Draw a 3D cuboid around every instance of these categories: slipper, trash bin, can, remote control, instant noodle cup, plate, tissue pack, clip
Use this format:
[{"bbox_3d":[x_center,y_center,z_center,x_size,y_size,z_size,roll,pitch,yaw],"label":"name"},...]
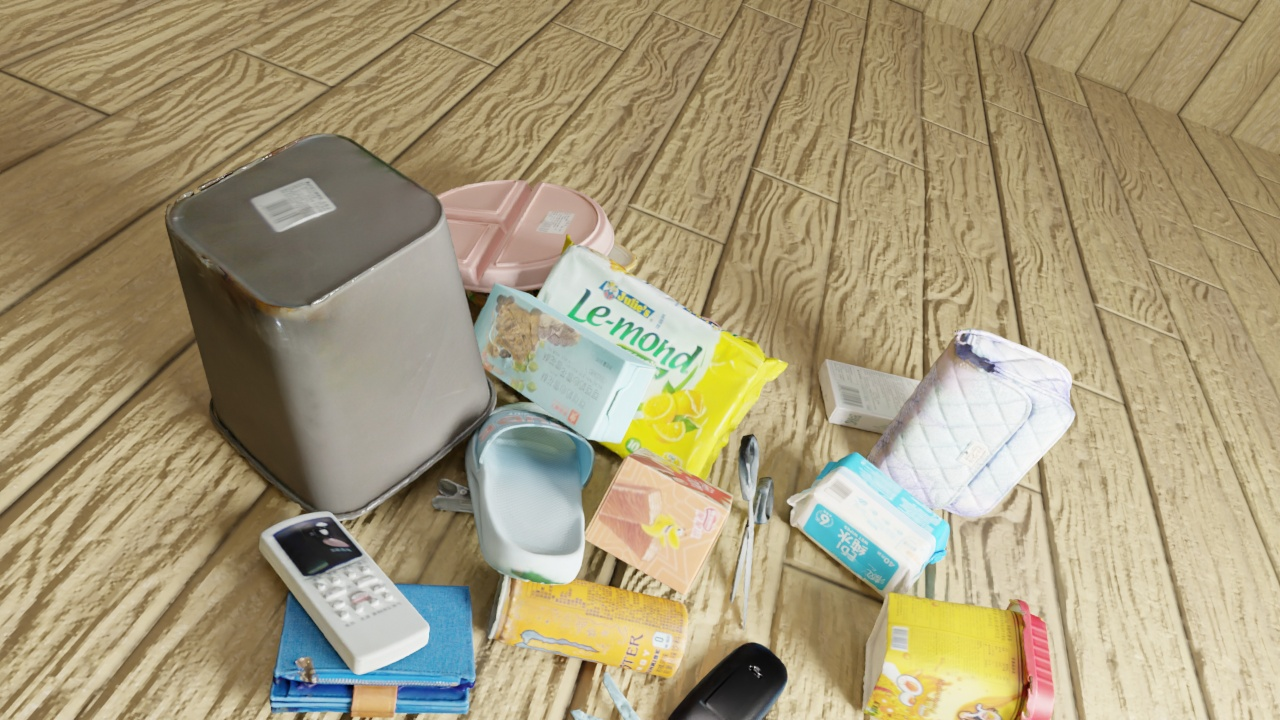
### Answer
[{"bbox_3d":[-0.088,0.090,0.755,0.104,0.074,0.245,16,21,-15],"label":"slipper"},{"bbox_3d":[-0.241,-0.033,0.718,0.199,0.220,0.198,34,55,23],"label":"trash bin"},{"bbox_3d":[-0.039,0.199,0.701,0.146,0.058,0.058,14,39,-8],"label":"can"},{"bbox_3d":[-0.212,0.159,0.651,0.058,0.021,0.150,-15,39,-44],"label":"remote control"},{"bbox_3d":[0.250,0.252,0.740,0.124,0.116,0.115,13,37,8],"label":"instant noodle cup"},{"bbox_3d":[-0.142,-0.142,0.984,0.229,0.028,0.229,1,35,-1],"label":"plate"},{"bbox_3d":[0.215,0.155,0.865,0.140,0.063,0.089,38,43,22],"label":"tissue pack"},{"bbox_3d":[-0.147,0.118,0.776,0.057,0.024,0.029,12,39,-3],"label":"clip"},{"bbox_3d":[0.069,0.261,0.705,0.053,0.024,0.136,39,42,21],"label":"remote control"}]

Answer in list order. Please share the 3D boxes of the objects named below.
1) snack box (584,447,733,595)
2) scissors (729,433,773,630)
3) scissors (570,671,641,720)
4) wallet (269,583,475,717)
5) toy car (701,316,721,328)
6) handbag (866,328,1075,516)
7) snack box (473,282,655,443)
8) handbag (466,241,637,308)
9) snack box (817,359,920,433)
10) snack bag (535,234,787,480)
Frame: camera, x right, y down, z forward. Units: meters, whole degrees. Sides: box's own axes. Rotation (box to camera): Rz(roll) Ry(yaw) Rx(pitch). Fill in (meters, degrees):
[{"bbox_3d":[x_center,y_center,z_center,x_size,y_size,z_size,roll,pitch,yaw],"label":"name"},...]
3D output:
[{"bbox_3d":[0.018,0.129,0.763,0.094,0.077,0.092,28,3,7],"label":"snack box"},{"bbox_3d":[0.099,0.147,0.819,0.014,0.159,0.173,-7,-1,21],"label":"scissors"},{"bbox_3d":[0.015,0.274,0.659,0.105,0.017,0.136,-25,56,-19],"label":"scissors"},{"bbox_3d":[-0.185,0.201,0.649,0.133,0.040,0.106,6,32,-16],"label":"wallet"},{"bbox_3d":[0.083,-0.006,1.015,0.056,0.037,0.122,-7,48,-29],"label":"toy car"},{"bbox_3d":[0.327,0.068,0.913,0.134,0.194,0.075,24,41,3],"label":"handbag"},{"bbox_3d":[-0.075,0.001,0.812,0.175,0.074,0.051,30,8,33],"label":"snack box"},{"bbox_3d":[-0.113,-0.092,0.986,0.178,0.063,0.163,-19,38,-32],"label":"handbag"},{"bbox_3d":[0.284,0.049,1.050,0.156,0.027,0.084,13,39,-11],"label":"snack box"},{"bbox_3d":[-0.005,0.005,0.875,0.246,0.158,0.068,32,15,12],"label":"snack bag"}]
